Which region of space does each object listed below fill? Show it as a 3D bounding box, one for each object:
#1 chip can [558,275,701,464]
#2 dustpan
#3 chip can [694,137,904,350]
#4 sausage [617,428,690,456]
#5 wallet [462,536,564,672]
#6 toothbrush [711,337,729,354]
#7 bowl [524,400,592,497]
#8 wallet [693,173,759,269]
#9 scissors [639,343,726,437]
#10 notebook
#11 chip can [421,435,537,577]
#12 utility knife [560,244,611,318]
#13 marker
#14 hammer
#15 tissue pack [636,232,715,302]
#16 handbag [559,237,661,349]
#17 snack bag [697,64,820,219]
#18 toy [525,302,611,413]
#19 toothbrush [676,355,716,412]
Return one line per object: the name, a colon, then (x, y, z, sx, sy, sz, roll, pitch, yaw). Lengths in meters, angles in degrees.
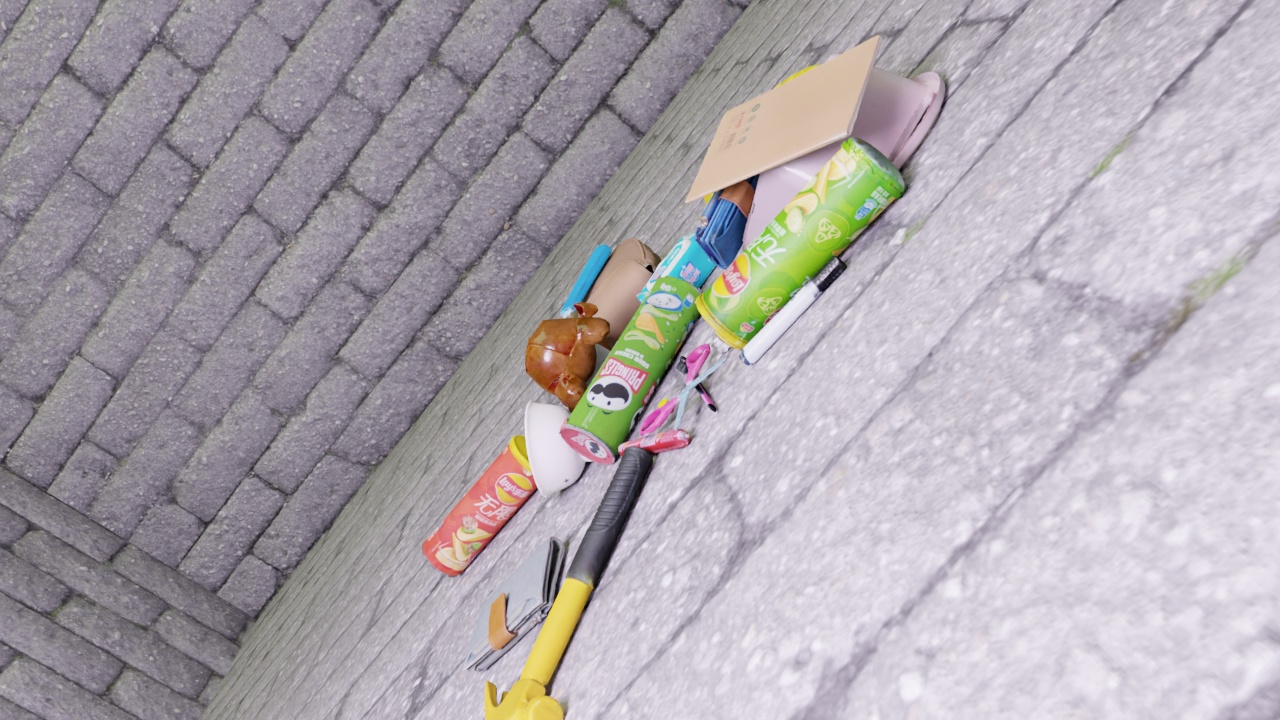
chip can: (-0.006, 0.006, 1.075, 0.235, 0.072, 0.072, -59, 15, -25)
dustpan: (0.220, -0.205, 1.007, 0.222, 0.139, 0.274, -58, -13, -16)
chip can: (0.148, -0.108, 0.863, 0.222, 0.072, 0.072, -47, 15, 21)
sausage: (0.012, 0.085, 0.931, 0.020, 0.020, 0.156, -58, 15, -23)
wallet: (-0.133, 0.252, 0.946, 0.130, 0.037, 0.106, -47, 14, 23)
toothbrush: (0.139, -0.072, 0.928, 0.180, 0.016, 0.016, -46, 17, 17)
bowl: (-0.091, 0.101, 1.097, 0.065, 0.118, 0.118, -11, 23, 6)
wallet: (0.112, -0.177, 1.044, 0.133, 0.040, 0.106, -63, -21, -4)
scissors: (0.044, 0.030, 0.915, 0.134, 0.017, 0.133, -42, 16, 38)
notebook: (0.143, -0.243, 0.938, 0.208, 0.008, 0.147, -15, 43, 46)
chip can: (-0.208, 0.199, 1.248, 0.217, 0.073, 0.073, -49, 14, 18)
utility knife: (-0.091, -0.090, 1.302, 0.034, 0.018, 0.217, -19, 35, 44)
marker: (0.140, -0.045, 0.849, 0.131, 0.018, 0.022, -47, -11, 18)
hammer: (-0.056, 0.202, 0.834, 0.129, 0.033, 0.299, -33, 24, 50)
tissue pack: (0.055, -0.118, 1.230, 0.133, 0.050, 0.093, -54, 13, -7)
handbag: (-0.039, -0.077, 1.348, 0.204, 0.100, 0.147, -51, 22, 5)
snack bag: (0.174, -0.292, 1.246, 0.246, 0.068, 0.158, -55, 14, -6)
toy: (-0.074, 0.003, 1.173, 0.200, 0.130, 0.140, 100, -170, -82)
toothbrush: (0.057, 0.025, 0.951, 0.018, 0.014, 0.189, -60, 13, 10)
